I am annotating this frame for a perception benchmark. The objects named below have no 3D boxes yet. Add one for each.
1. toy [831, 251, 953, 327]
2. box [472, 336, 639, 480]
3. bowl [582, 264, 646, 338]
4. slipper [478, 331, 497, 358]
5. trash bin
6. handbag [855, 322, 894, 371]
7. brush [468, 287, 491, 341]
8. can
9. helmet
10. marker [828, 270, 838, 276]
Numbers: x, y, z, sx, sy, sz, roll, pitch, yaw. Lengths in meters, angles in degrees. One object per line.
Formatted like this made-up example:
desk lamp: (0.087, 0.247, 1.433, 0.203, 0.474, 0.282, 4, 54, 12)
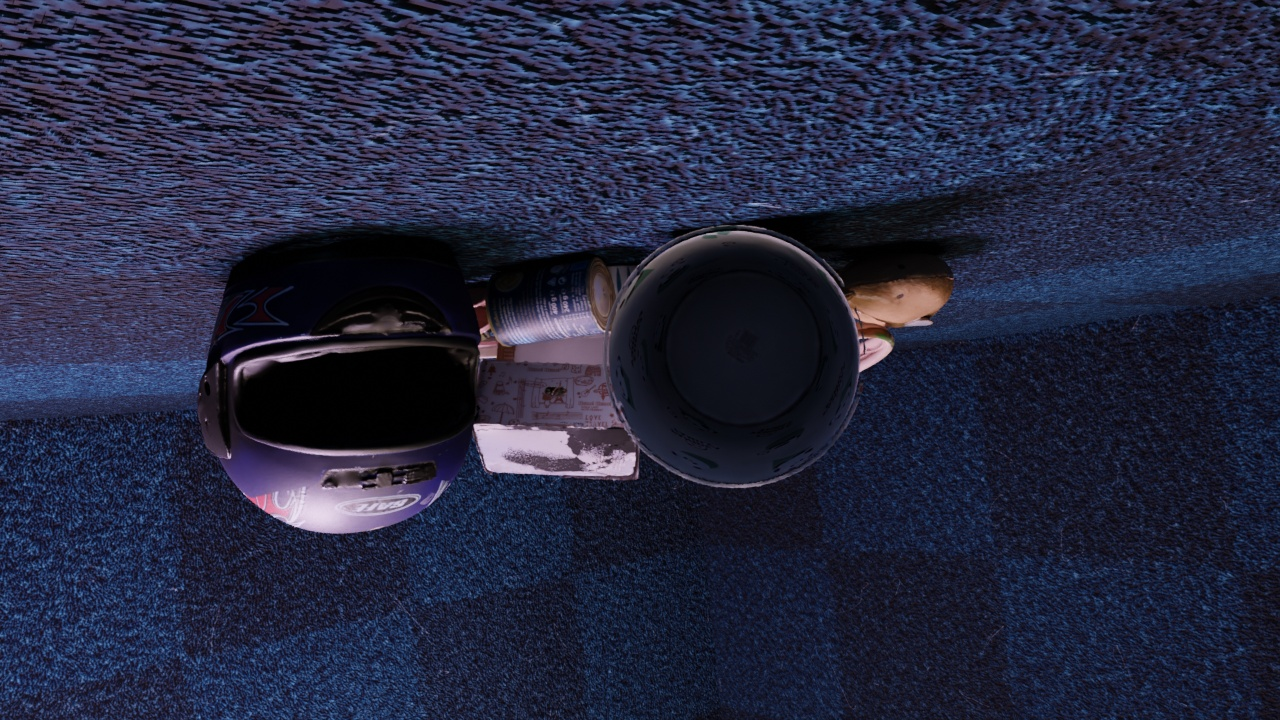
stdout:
toy: (0.275, -0.082, 1.024, 0.144, 0.082, 0.225, -18, 168, 27)
box: (-0.080, 0.027, 1.024, 0.183, 0.184, 0.155, 3, 150, 0)
bowl: (-0.038, -0.060, 0.985, 0.116, 0.066, 0.116, -6, 176, -1)
slipper: (-0.219, -0.029, 1.262, 0.114, 0.054, 0.274, -2, -178, -5)
trash bin: (0.096, -0.007, 0.919, 0.230, 0.229, 0.251, -6, -179, 8)
handbag: (0.194, 0.008, 1.121, 0.235, 0.093, 0.193, -26, 156, 25)
brush: (-0.224, -0.047, 0.999, 0.146, 0.063, 0.073, -7, 146, 5)
can: (-0.085, -0.057, 0.900, 0.111, 0.075, 0.075, -7, 176, 19)
helmet: (-0.262, 0.036, 0.835, 0.246, 0.240, 0.316, -5, 176, -31)
marker: (0.198, -0.096, 1.144, 0.132, 0.020, 0.022, -6, -167, 17)
